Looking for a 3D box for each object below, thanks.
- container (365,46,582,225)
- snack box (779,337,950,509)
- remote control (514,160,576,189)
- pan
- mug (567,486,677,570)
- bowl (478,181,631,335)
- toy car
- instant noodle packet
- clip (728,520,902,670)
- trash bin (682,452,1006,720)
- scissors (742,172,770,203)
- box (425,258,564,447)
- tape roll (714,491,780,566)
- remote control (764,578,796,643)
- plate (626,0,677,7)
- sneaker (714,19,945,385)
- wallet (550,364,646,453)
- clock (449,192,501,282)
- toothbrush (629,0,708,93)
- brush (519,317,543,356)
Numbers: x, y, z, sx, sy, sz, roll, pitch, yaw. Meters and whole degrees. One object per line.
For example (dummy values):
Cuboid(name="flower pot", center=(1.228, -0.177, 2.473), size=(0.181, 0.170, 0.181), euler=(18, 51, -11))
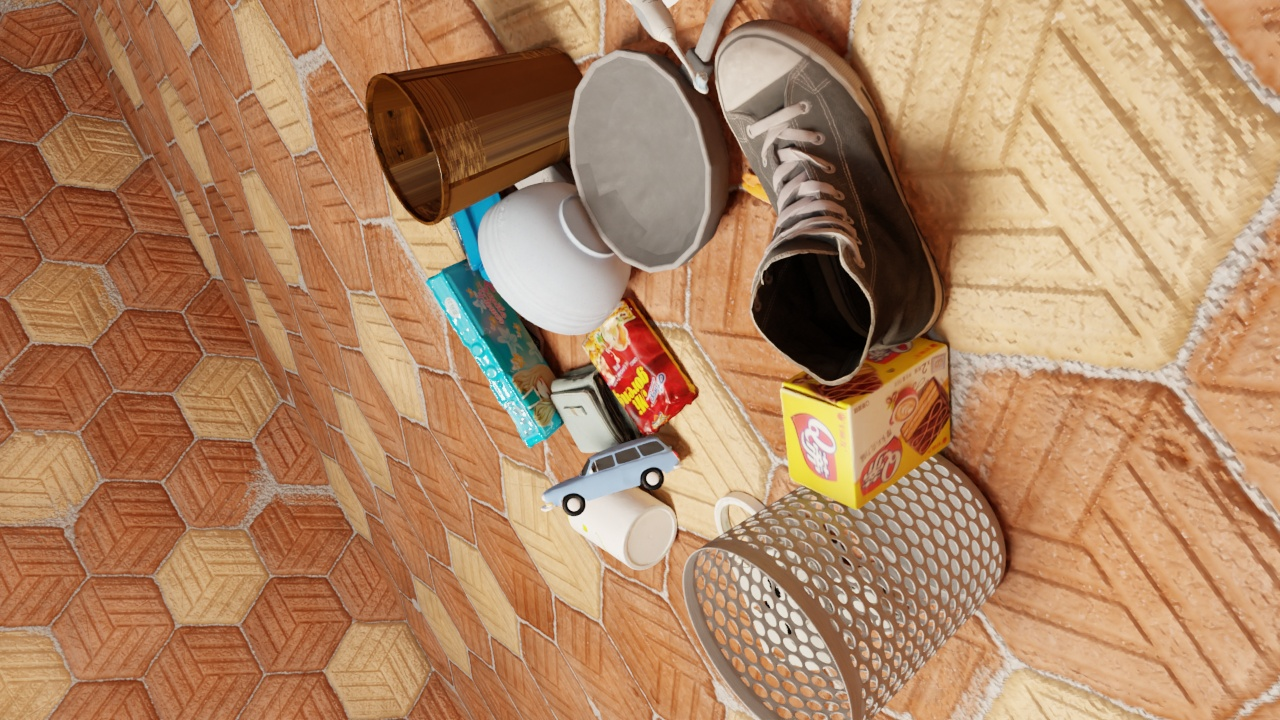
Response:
Cuboid(name="container", center=(-0.139, -0.212, 0.828), size=(0.132, 0.167, 0.132), euler=(38, 142, 37))
Cuboid(name="snack box", center=(0.156, 0.037, 0.633), size=(0.061, 0.105, 0.084), euler=(23, 132, 49))
Cuboid(name="remote control", center=(-0.117, -0.209, 0.947), size=(0.151, 0.019, 0.074), euler=(50, 148, 19))
Cuboid(name="pan", center=(0.040, -0.211, 0.680), size=(0.178, 0.041, 0.358), euler=(55, 144, 18))
Cuboid(name="mug", center=(-0.022, 0.182, 1.053), size=(0.106, 0.082, 0.083), euler=(25, 133, 46))
Cuboid(name="bowl", center=(-0.064, -0.106, 0.839), size=(0.075, 0.150, 0.150), euler=(-35, 83, 41))
Cuboid(name="toy car", center=(-0.033, 0.119, 0.950), size=(0.056, 0.153, 0.055), euler=(136, 116, -85))
Cuboid(name="instant noodle packet", center=(-0.006, 0.005, 0.929), size=(0.135, 0.039, 0.099), euler=(55, 146, 9))
Cuboid(name="clip", center=(0.166, 0.203, 0.820), size=(0.152, 0.104, 0.126), euler=(-18, 101, 28))
Cuboid(name="trash bin", center=(0.151, 0.158, 0.662), size=(0.156, 0.182, 0.157), euler=(38, 142, 36))
Cuboid(name="scissors", center=(0.119, -0.110, 0.667), size=(0.128, 0.013, 0.065), euler=(31, 137, 41))
Cuboid(name="box", center=(-0.167, -0.014, 1.112), size=(0.227, 0.084, 0.171), euler=(59, 174, -7))
Cuboid(name="tape roll", center=(0.109, 0.174, 0.911), size=(0.093, 0.013, 0.093), euler=(37, 142, 37))
Cuboid(name="remote control", center=(0.137, 0.241, 0.908), size=(0.030, 0.009, 0.140), euler=(20, 138, 36))
Cuboid(name="plate", center=(-0.004, -0.329, 0.680), size=(0.134, 0.011, 0.135), euler=(38, 142, 36))
Cuboid(name="sneaker", center=(0.100, -0.102, 0.574), size=(0.095, 0.119, 0.235), euler=(-19, 96, 40))
Cuboid(name="wallet", center=(-0.051, 0.056, 1.033), size=(0.132, 0.054, 0.100), euler=(-15, 100, 65))
Cuboid(name="clock", center=(-0.178, -0.148, 1.025), size=(0.116, 0.060, 0.161), euler=(-126, 16, -58))
Cuboid(name="toothbrush", center=(0.006, -0.248, 0.647), size=(0.024, 0.022, 0.185), euler=(107, 144, -54))
Cuboid(name="brush", center=(-0.137, -0.041, 1.117), size=(0.050, 0.015, 0.136), euler=(42, 145, 30))
